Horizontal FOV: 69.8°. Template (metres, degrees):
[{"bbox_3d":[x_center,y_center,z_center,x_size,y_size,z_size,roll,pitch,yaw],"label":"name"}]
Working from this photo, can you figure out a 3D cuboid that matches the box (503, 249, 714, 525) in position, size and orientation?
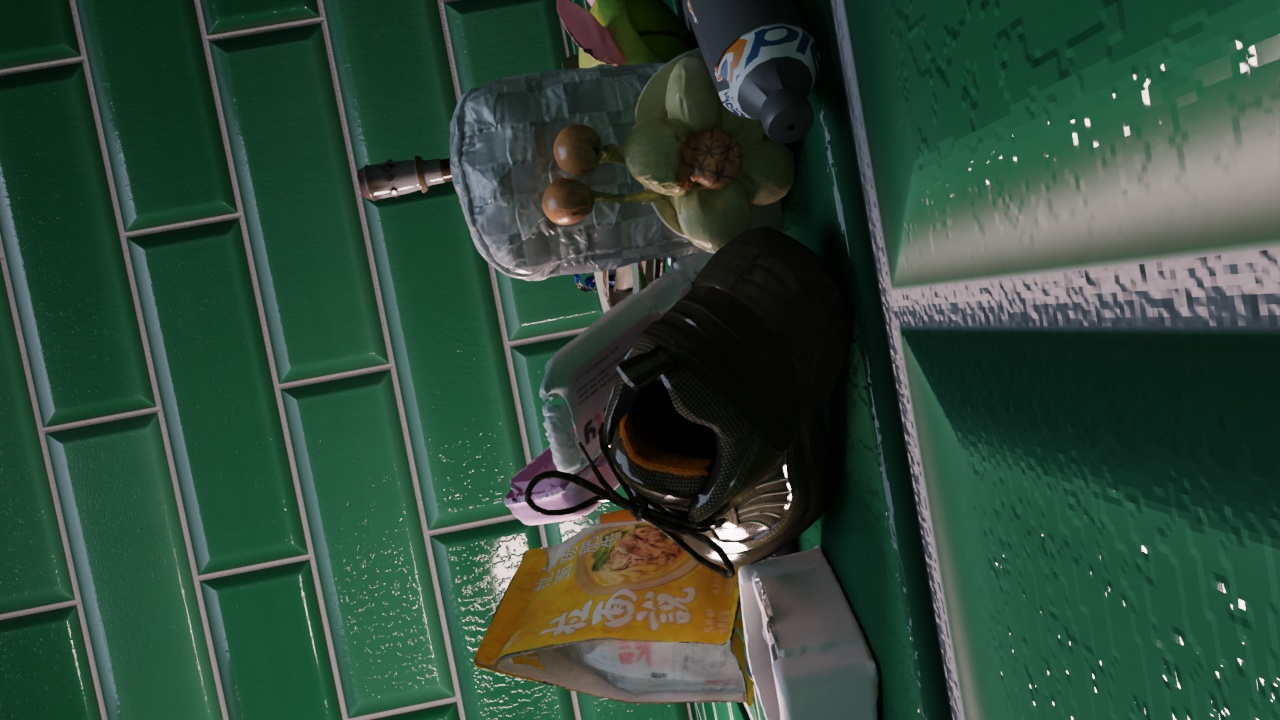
[{"bbox_3d":[0.009,0.014,0.550,0.073,0.200,0.150,41,140,11],"label":"box"}]

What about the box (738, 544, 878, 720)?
[{"bbox_3d":[0.087,0.178,0.537,0.107,0.076,0.102,-111,9,-59],"label":"box"}]

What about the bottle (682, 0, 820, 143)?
[{"bbox_3d":[0.050,-0.138,0.399,0.047,0.047,0.112,84,174,-55],"label":"bottle"}]

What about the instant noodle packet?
[{"bbox_3d":[-0.015,0.203,0.775,0.162,0.222,0.084,-70,-26,-62],"label":"instant noodle packet"}]

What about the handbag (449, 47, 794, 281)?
[{"bbox_3d":[-0.012,-0.100,0.475,0.123,0.171,0.112,-112,12,-75],"label":"handbag"}]

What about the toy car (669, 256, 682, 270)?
[{"bbox_3d":[0.040,-0.097,0.789,0.048,0.033,0.105,-65,-23,-84],"label":"toy car"}]

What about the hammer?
[{"bbox_3d":[-0.147,-0.223,1.014,0.101,0.325,0.190,87,172,-68],"label":"hammer"}]

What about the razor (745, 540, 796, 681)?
[{"bbox_3d":[0.095,0.169,0.654,0.052,0.047,0.143,-51,-42,-62],"label":"razor"}]

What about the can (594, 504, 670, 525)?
[{"bbox_3d":[0.027,0.187,0.955,0.079,0.142,0.079,167,92,-87],"label":"can"}]

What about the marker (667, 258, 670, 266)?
[{"bbox_3d":[0.032,-0.145,0.905,0.147,0.017,0.017,83,175,-51],"label":"marker"}]

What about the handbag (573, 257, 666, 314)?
[{"bbox_3d":[-0.017,-0.108,0.780,0.201,0.093,0.199,89,176,-53],"label":"handbag"}]

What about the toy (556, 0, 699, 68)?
[{"bbox_3d":[0.006,-0.177,0.619,0.190,0.088,0.237,58,-167,-48],"label":"toy"}]

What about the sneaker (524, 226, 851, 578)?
[{"bbox_3d":[0.026,0.061,0.460,0.101,0.142,0.238,37,149,29],"label":"sneaker"}]
